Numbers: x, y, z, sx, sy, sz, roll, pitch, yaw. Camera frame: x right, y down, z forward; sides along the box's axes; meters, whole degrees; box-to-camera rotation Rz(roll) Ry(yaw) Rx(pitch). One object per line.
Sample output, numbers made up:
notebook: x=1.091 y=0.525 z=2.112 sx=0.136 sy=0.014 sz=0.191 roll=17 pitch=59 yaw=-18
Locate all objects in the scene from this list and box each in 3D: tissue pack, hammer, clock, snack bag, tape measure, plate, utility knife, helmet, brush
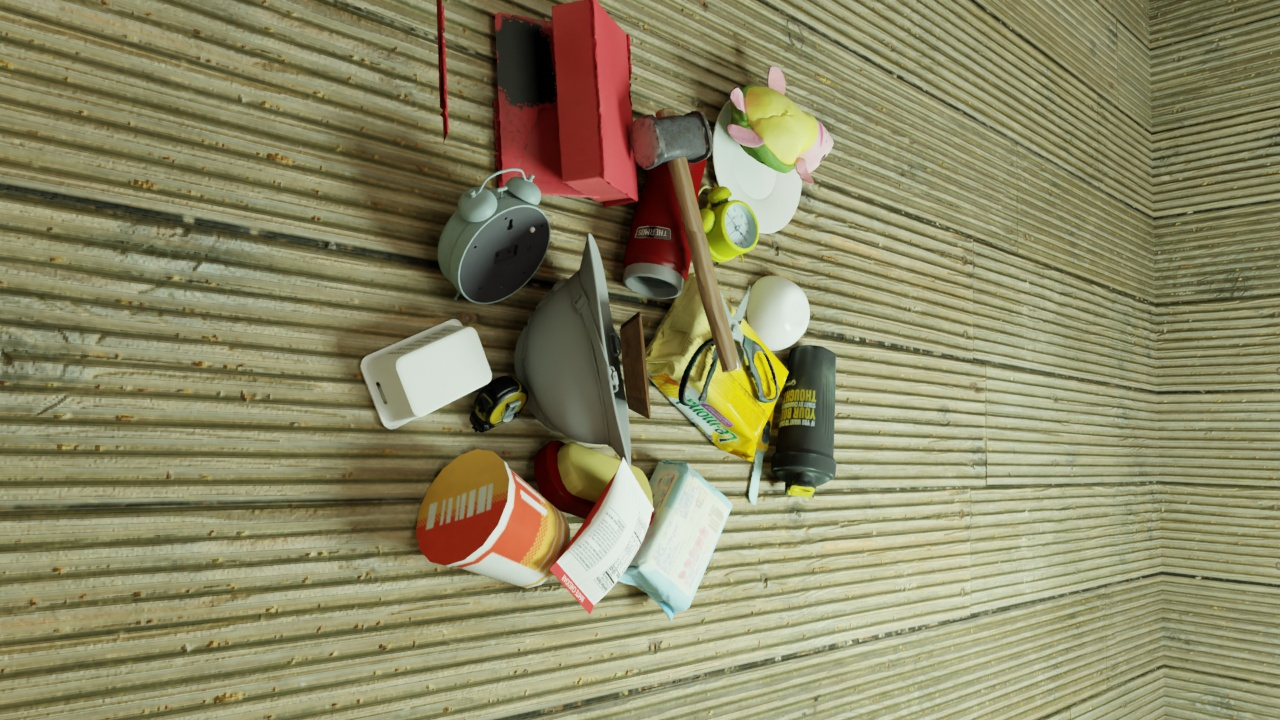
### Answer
tissue pack: x=0.039 y=0.226 z=1.174 sx=0.112 sy=0.070 sz=0.181 roll=45 pitch=61 yaw=-32
hammer: x=0.069 y=-0.145 z=1.122 sx=0.097 sy=0.052 sz=0.328 roll=-17 pitch=94 yaw=-38
clock: x=0.113 y=-0.191 z=1.278 sx=0.119 sy=0.057 sz=0.083 roll=45 pitch=59 yaw=-25
clock: x=-0.154 y=-0.132 z=0.972 sx=0.122 sy=0.045 sz=0.160 roll=-26 pitch=144 yaw=-39
snack bag: x=0.112 y=0.011 z=1.256 sx=0.247 sy=0.068 sz=0.159 roll=45 pitch=58 yaw=-33
tape measure: x=-0.152 y=0.047 z=1.009 sx=0.061 sy=0.034 sz=0.061 roll=-26 pitch=150 yaw=-41
plate: x=-0.006 y=0.007 z=1.098 sx=0.131 sy=0.025 sz=0.131 roll=0 pitch=84 yaw=-89
snack bag: x=-0.036 y=0.198 z=1.018 sx=0.143 sy=0.039 sz=0.131 roll=-56 pitch=147 yaw=-22
plate: x=0.173 y=-0.293 z=1.369 sx=0.208 sy=0.015 sz=0.208 roll=3 pitch=85 yaw=-44
utility knife: x=0.183 y=0.102 z=1.358 sx=0.030 sy=0.019 sz=0.224 roll=20 pitch=77 yaw=-32
helmet: x=-0.084 y=0.000 z=1.036 sx=0.183 sy=0.118 sz=0.271 roll=-90 pitch=170 yaw=-75
brush: x=-0.047 y=0.147 z=1.087 sx=0.173 sy=0.042 sz=0.082 roll=27 pitch=36 yaw=-39

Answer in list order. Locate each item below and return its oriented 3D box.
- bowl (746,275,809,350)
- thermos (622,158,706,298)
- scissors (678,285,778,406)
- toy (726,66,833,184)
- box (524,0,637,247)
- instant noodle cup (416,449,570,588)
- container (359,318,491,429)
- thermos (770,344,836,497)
bowl: x=0.214 y=-0.072 z=1.370 sx=0.114 sy=0.051 sz=0.114 roll=3 pitch=85 yaw=-44
thermos: x=0.037 y=-0.181 z=1.192 sx=0.108 sy=0.084 sz=0.198 roll=48 pitch=50 yaw=-63
scissors: x=0.111 y=0.002 z=1.199 sx=0.203 sy=0.015 sz=0.202 roll=-41 pitch=117 yaw=-33
toy: x=0.196 y=-0.331 z=1.321 sx=0.237 sy=0.088 sz=0.190 roll=-2 pitch=69 yaw=-49
box: x=-0.089 y=-0.293 z=1.242 sx=0.171 sy=0.479 sz=0.214 roll=-3 pitch=89 yaw=-21
instant noodle cup: x=-0.148 y=0.176 z=0.970 sx=0.121 sy=0.124 sz=0.123 roll=41 pitch=61 yaw=-43
container: x=-0.215 y=0.012 z=0.955 sx=0.128 sy=0.050 sz=0.081 roll=-29 pitch=107 yaw=-41
thermos: x=0.249 y=0.092 z=1.372 sx=0.098 sy=0.098 sz=0.220 roll=24 pitch=65 yaw=-40
